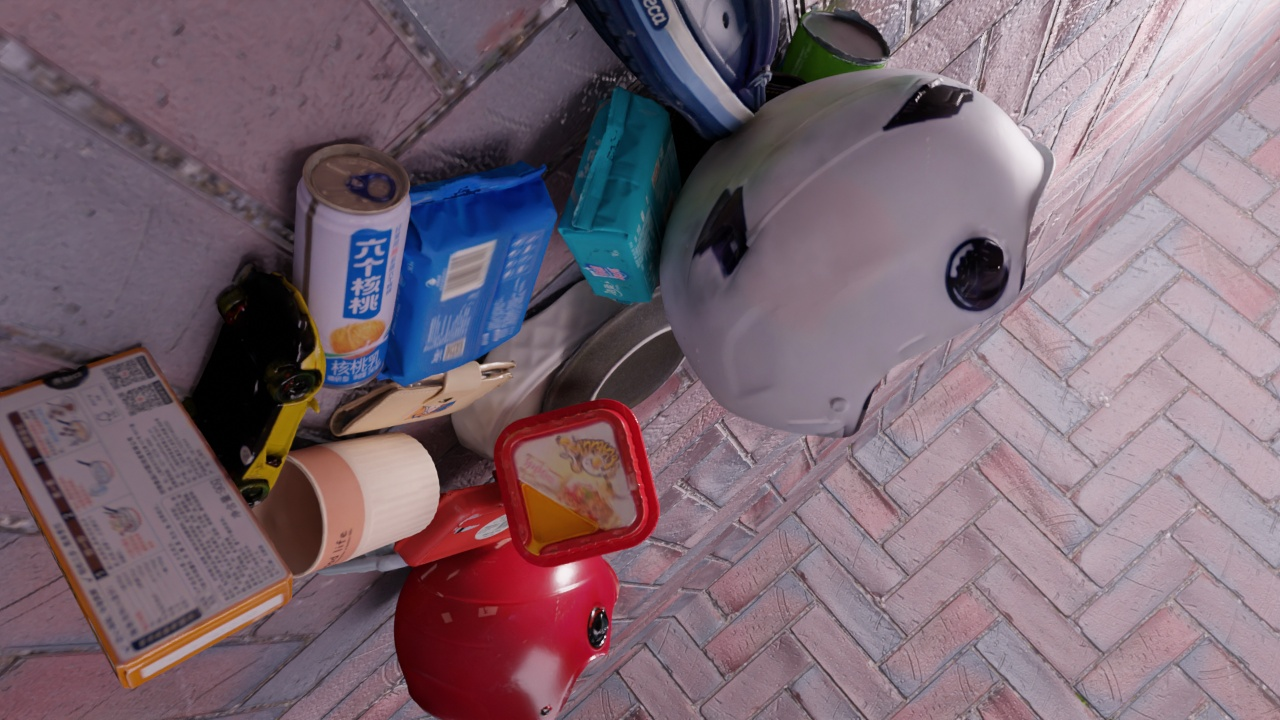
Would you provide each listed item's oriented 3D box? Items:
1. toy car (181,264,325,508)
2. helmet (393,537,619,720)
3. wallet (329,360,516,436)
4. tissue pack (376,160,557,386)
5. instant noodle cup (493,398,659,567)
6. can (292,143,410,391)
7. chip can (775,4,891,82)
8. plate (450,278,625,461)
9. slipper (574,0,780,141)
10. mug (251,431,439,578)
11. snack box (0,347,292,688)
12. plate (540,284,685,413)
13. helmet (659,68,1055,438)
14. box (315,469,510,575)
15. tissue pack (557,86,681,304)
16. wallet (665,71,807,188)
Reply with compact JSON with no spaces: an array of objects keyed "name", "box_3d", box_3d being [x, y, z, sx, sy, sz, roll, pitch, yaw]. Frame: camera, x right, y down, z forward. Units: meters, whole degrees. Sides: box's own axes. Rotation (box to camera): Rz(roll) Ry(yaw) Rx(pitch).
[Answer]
[{"name":"toy car","box_3d":[-0.206,0.019,0.491,0.041,0.071,0.156,-12,144,-51]},{"name":"helmet","box_3d":[-0.136,0.231,0.907,0.239,0.207,0.144,-50,137,-39]},{"name":"wallet","box_3d":[-0.148,0.024,0.648,0.087,0.024,0.115,-31,167,32]},{"name":"tissue pack","box_3d":[-0.111,-0.051,0.550,0.094,0.052,0.158,-23,153,-37]},{"name":"instant noodle cup","box_3d":[-0.046,0.099,0.743,0.116,0.116,0.124,-15,171,3]},{"name":"can","box_3d":[-0.154,-0.045,0.480,0.053,0.053,0.135,-26,154,-37]},{"name":"chip can","box_3d":[0.109,-0.152,0.713,0.072,0.072,0.237,-26,155,-37]},{"name":"plate","box_3d":[-0.064,0.016,0.784,0.204,0.045,0.205,-35,158,-17]},{"name":"slipper","box_3d":[0.025,-0.182,0.451,0.095,0.105,0.252,-38,163,12]},{"name":"mug","box_3d":[-0.216,0.101,0.644,0.115,0.081,0.105,-22,174,32]},{"name":"snack box","box_3d":[-0.230,0.064,0.418,0.075,0.153,0.026,-27,154,-36]},{"name":"plate","box_3d":[-0.005,0.004,0.767,0.179,0.024,0.180,-37,160,-16]},{"name":"helmet","box_3d":[0.111,-0.092,0.573,0.259,0.146,0.229,-45,-158,6]},{"name":"box","box_3d":[-0.161,0.144,0.788,0.161,0.059,0.201,-27,169,17]},{"name":"tissue pack","box_3d":[-0.011,-0.099,0.583,0.133,0.050,0.093,67,38,-72]},{"name":"wallet","box_3d":[0.052,-0.150,0.647,0.096,0.020,0.123,1,141,-23]}]
